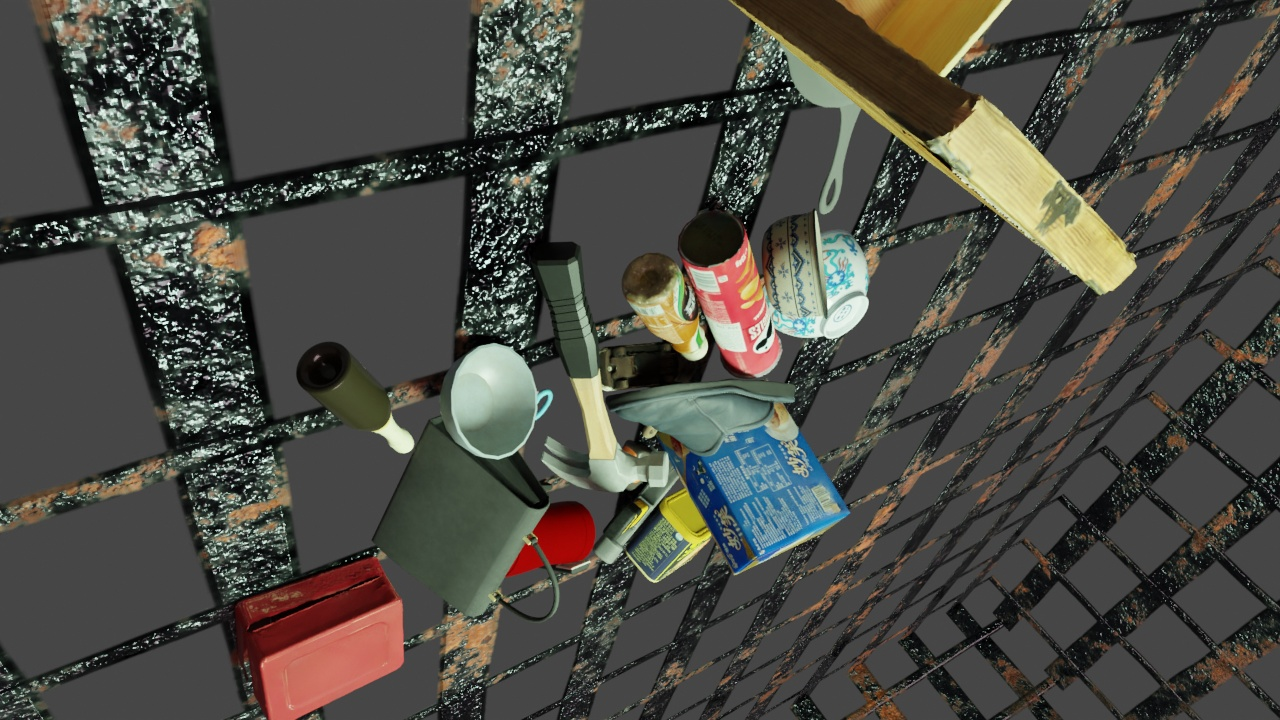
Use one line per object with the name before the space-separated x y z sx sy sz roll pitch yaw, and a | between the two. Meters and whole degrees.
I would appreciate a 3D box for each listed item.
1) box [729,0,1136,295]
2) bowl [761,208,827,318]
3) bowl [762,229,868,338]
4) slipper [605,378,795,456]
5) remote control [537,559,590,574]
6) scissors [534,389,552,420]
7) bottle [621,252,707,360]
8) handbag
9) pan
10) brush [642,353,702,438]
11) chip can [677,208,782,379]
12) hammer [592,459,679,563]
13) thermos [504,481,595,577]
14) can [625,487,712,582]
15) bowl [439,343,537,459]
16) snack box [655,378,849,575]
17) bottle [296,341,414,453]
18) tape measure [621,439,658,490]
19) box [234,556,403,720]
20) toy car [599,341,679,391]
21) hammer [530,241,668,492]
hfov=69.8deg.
box | 0.220 -0.250 0.588 0.278 0.336 0.287 16 123 -47
bowl | 0.161 -0.098 0.966 0.059 0.115 0.115 -6 152 14
bowl | 0.218 -0.074 1.078 0.143 0.074 0.144 -26 147 -19
slipper | 0.080 0.067 1.049 0.265 0.083 0.109 3 172 -42
remote control | -0.103 0.263 1.180 0.028 0.012 0.124 -16 -178 -31
scissors | -0.154 0.080 0.962 0.095 0.015 0.142 15 115 -54
bottle | 0.033 -0.047 0.941 0.059 0.059 0.167 -38 149 0
handbag | -0.151 0.175 0.902 0.072 0.196 0.176 -22 149 -54
pan | 0.215 -0.270 0.869 0.216 0.024 0.355 -24 146 -21
brush | 0.035 0.040 1.101 0.038 0.012 0.152 -7 137 -40
chip can | 0.097 -0.065 0.972 0.073 0.073 0.233 -36 148 -4
hammer | -0.008 0.182 1.102 0.170 0.034 0.324 -50 173 -3
thermos | -0.143 0.195 1.066 0.198 0.084 0.108 5 99 -51
can | 0.055 0.242 1.304 0.105 0.075 0.135 -52 161 26
bowl | -0.147 0.038 0.855 0.039 0.106 0.106 -4 171 39
snack box | 0.138 0.140 1.145 0.154 0.202 0.069 -17 157 -31
bottle | -0.238 0.043 0.802 0.045 0.045 0.185 -33 155 -8
tape measure | -0.011 0.129 1.150 0.059 0.038 0.058 -56 147 4
box | -0.340 0.297 0.982 0.157 0.097 0.130 -16 138 -31
toy car | -0.006 0.006 0.988 0.112 0.048 0.041 -4 179 -39
hammer | -0.054 0.020 0.908 0.131 0.039 0.329 0 136 10
